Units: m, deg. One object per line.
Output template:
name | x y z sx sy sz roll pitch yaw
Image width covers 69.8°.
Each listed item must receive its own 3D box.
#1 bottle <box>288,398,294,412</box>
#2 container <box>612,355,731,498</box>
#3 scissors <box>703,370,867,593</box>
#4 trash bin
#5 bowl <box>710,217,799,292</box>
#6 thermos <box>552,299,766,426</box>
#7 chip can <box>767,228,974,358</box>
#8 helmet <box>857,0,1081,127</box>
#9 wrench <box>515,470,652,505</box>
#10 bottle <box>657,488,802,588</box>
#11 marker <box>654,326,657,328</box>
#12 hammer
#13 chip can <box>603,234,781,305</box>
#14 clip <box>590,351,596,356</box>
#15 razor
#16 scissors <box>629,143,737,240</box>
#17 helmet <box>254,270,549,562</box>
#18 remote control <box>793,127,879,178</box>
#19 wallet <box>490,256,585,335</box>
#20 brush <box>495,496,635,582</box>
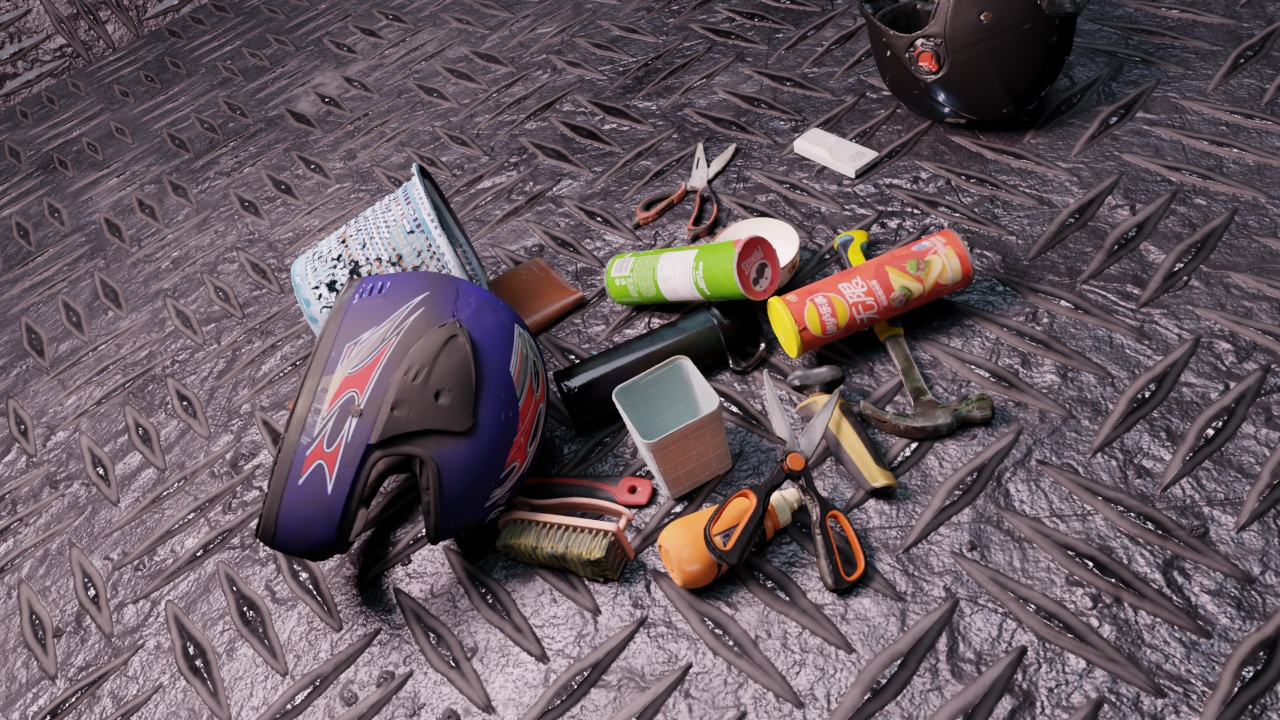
bottle | -0.356 0.014 1.186 0.060 0.060 0.205 24 56 35
container | 0.037 0.073 0.954 0.090 0.111 0.090 -28 46 -8
scissors | 0.146 0.122 0.877 0.220 0.022 0.229 -32 74 -25
trash bin | -0.300 -0.095 1.116 0.195 0.227 0.226 -27 45 0
bowl | 0.143 -0.119 1.137 0.113 0.062 0.113 -9 46 9
thermos | 0.027 0.005 1.053 0.242 0.068 0.090 -24 66 -9
chip can | 0.251 -0.073 1.004 0.216 0.073 0.073 -21 44 -4
helmet | 0.429 -0.425 1.214 0.275 0.230 0.232 5 35 21
wrench | -0.117 0.140 1.011 0.274 0.016 0.056 -2 51 18
bottle | 0.092 0.163 0.889 0.149 0.067 0.066 -24 44 -16
marker | -0.007 0.006 1.103 0.018 0.015 0.123 23 61 27
hammer | 0.276 -0.040 1.037 0.126 0.032 0.322 -14 45 4
chip can | 0.054 -0.103 1.087 0.236 0.072 0.072 1 44 50
clip | -0.046 0.007 1.117 0.055 0.013 0.038 17 56 34
razor | 0.210 0.070 0.940 0.068 0.062 0.167 -49 45 24
scissors | 0.074 -0.243 1.313 0.226 0.015 0.189 -31 45 -10
helmet | -0.222 0.069 0.940 0.240 0.248 0.315 19 75 -8
remote control | 0.272 -0.294 1.288 0.049 0.024 0.125 -37 48 -17
wallet | -0.145 -0.086 1.229 0.101 0.032 0.124 -33 47 -17
brush | -0.079 0.174 0.934 0.146 0.063 0.072 4 53 25
